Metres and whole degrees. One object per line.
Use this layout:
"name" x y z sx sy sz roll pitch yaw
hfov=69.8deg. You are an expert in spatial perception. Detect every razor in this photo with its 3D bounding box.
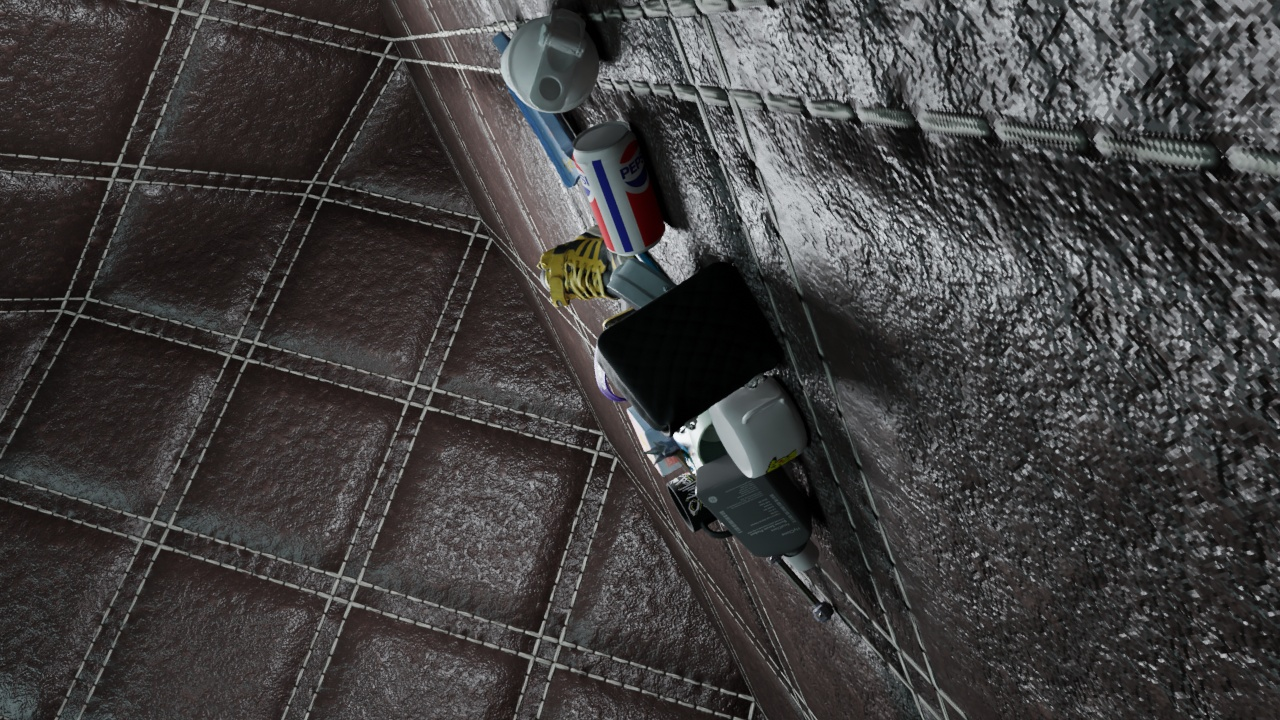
"razor" -0.002 -0.137 1.188 0.144 0.022 0.042 51 130 36

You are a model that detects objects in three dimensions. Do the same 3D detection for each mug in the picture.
"mug" 0.108 0.205 1.335 0.118 0.098 0.082 56 169 37
"mug" 0.106 0.082 1.078 0.111 0.084 0.104 35 -168 -21
"mug" 0.120 0.062 0.929 0.094 0.068 0.116 59 171 19

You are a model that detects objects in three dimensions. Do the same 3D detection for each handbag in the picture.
"handbag" 0.046 -0.002 0.898 0.125 0.153 0.115 56 167 10

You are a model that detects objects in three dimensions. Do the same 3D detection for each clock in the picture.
"clock" 0.020 -0.067 1.034 0.122 0.045 0.159 36 -179 -24

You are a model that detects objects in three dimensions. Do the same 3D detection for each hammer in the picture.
"hammer" 0.145 0.220 1.230 0.317 0.028 0.146 48 -157 14

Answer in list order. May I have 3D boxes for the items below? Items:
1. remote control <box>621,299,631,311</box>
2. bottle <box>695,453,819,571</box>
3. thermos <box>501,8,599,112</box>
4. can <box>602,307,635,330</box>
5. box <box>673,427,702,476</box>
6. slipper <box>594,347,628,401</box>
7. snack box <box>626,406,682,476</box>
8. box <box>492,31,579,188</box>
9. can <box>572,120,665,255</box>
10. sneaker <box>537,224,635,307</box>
"remote control" -0.020 -0.077 1.481 0.033 0.015 0.147 60 171 15
"bottle" 0.144 0.174 1.033 0.174 0.084 0.046 49 -153 -27
"thermos" -0.107 -0.323 0.996 0.099 0.099 0.220 65 175 -22
"can" -0.004 -0.008 1.427 0.101 0.072 0.131 61 172 23
"box" 0.104 0.108 1.189 0.085 0.070 0.230 -67 32 28
"slipper" -0.007 0.007 1.214 0.267 0.083 0.107 -9 100 65
"snack box" 0.045 0.105 1.410 0.079 0.093 0.095 50 166 55
"box" -0.134 -0.345 1.255 0.209 0.043 0.125 60 172 16
"can" -0.023 -0.184 0.991 0.070 0.070 0.132 51 166 52
"sneaker" -0.075 -0.122 1.313 0.086 0.122 0.238 64 172 -25
